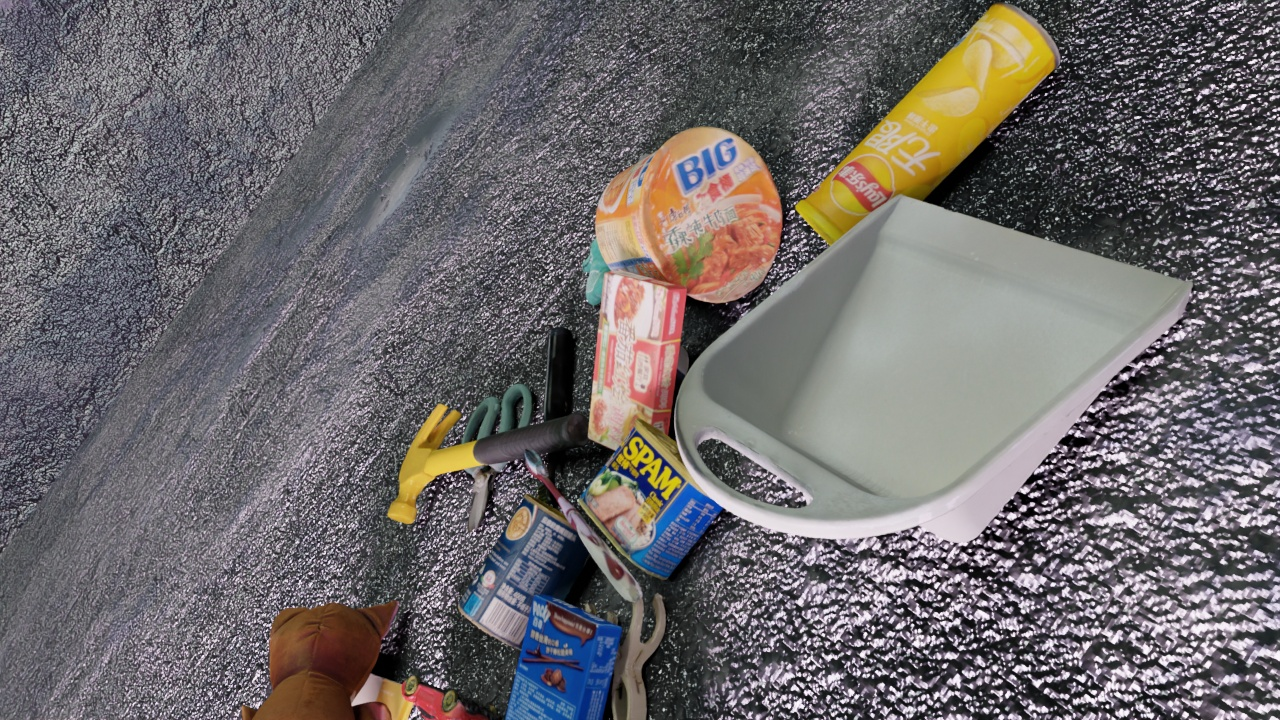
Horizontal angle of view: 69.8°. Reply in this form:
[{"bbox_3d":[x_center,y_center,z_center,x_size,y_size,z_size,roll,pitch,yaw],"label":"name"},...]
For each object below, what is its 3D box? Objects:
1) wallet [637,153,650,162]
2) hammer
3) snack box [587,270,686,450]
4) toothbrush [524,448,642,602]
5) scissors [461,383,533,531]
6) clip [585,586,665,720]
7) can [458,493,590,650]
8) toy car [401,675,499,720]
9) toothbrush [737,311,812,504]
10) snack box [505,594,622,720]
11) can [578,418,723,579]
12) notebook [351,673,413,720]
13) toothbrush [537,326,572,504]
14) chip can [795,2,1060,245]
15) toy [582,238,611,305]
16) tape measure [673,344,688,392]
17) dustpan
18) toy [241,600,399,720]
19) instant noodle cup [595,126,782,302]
[{"bbox_3d":[0.021,-0.167,0.975,0.106,0.037,0.130,-62,33,7],"label":"wallet"},{"bbox_3d":[-0.156,0.091,0.923,0.302,0.033,0.128,-16,53,45],"label":"hammer"},{"bbox_3d":[-0.005,0.005,0.783,0.075,0.025,0.153,20,109,42],"label":"snack box"},{"bbox_3d":[-0.049,0.125,0.726,0.016,0.017,0.187,-27,41,-18],"label":"toothbrush"},{"bbox_3d":[-0.143,0.095,0.954,0.130,0.019,0.185,-38,39,22],"label":"scissors"},{"bbox_3d":[-0.004,0.210,0.675,0.096,0.035,0.101,-48,39,11],"label":"clip"},{"bbox_3d":[-0.094,0.178,0.770,0.075,0.075,0.111,21,77,54],"label":"can"},{"bbox_3d":[-0.165,0.293,0.777,0.106,0.049,0.031,-1,58,48],"label":"toy car"},{"bbox_3d":[0.108,0.032,0.707,0.026,0.026,0.220,-52,31,26],"label":"toothbrush"},{"bbox_3d":[-0.064,0.260,0.673,0.085,0.026,0.157,6,81,51],"label":"snack box"},{"bbox_3d":[0.010,0.108,0.720,0.083,0.057,0.102,-53,44,4],"label":"can"},{"bbox_3d":[-0.288,0.399,0.861,0.146,0.010,0.205,-6,55,47],"label":"notebook"},{"bbox_3d":[-0.086,0.053,0.916,0.027,0.026,0.212,-23,45,25],"label":"toothbrush"},{"bbox_3d":[0.220,-0.172,0.714,0.213,0.072,0.072,-45,35,10],"label":"chip can"},{"bbox_3d":[-0.042,-0.102,0.991,0.097,0.030,0.091,-35,43,57],"label":"toy"},{"bbox_3d":[0.010,0.006,0.838,0.066,0.033,0.065,-44,37,14],"label":"tape measure"},{"bbox_3d":[0.151,-0.003,0.562,0.223,0.142,0.257,31,89,44],"label":"dustpan"},{"bbox_3d":[-0.298,0.311,0.855,0.199,0.140,0.131,-98,13,-48],"label":"toy"},{"bbox_3d":[0.036,-0.125,0.833,0.112,0.151,0.151,2,62,59],"label":"instant noodle cup"}]
